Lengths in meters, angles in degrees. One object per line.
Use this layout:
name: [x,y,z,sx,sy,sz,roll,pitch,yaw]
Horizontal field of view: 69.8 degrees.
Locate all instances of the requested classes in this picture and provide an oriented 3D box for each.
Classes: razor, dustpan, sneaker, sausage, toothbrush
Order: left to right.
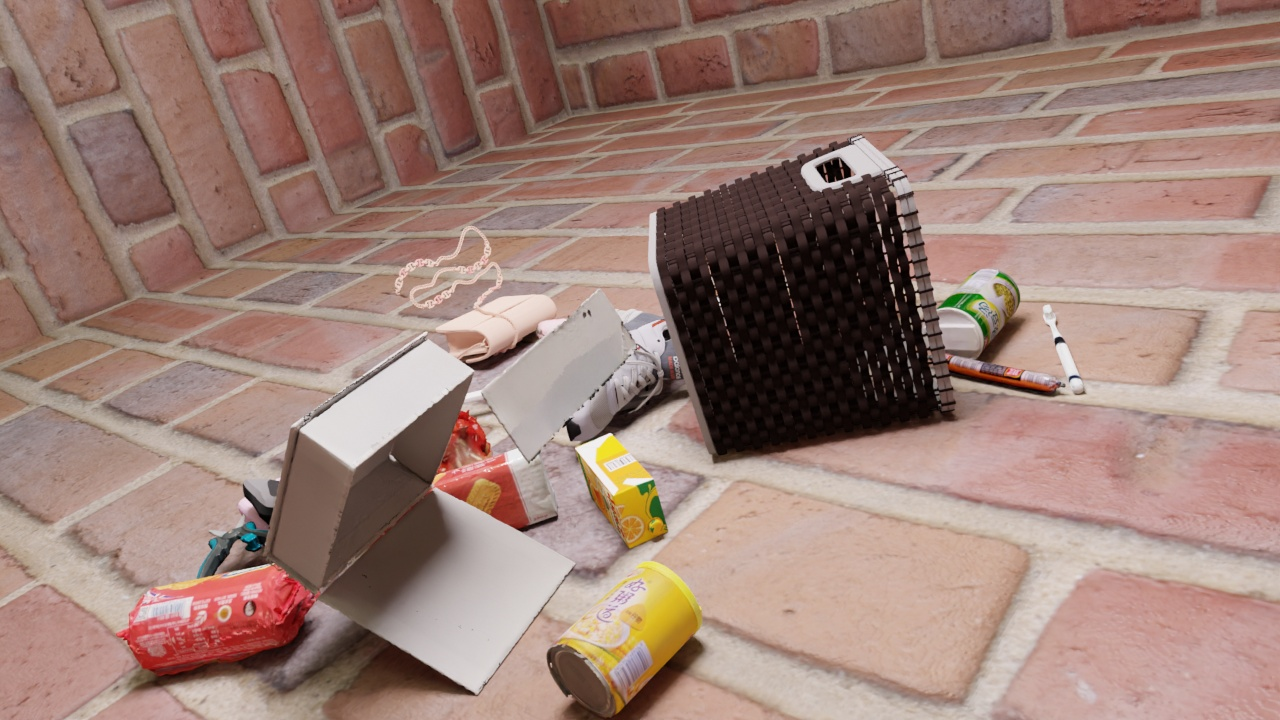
razor: [-0.378,0.148,0.961,0.156,0.057,0.060,-5,53,41]
dustpan: [-0.119,0.036,1.173,0.258,0.033,0.163,-13,23,5]
sneaker: [-0.006,0.006,1.068,0.124,0.089,0.239,-1,33,13]
sausage: [0.359,0.012,0.939,0.020,0.020,0.155,-29,26,-29]
toothbrush: [0.438,-0.015,0.956,0.012,0.017,0.186,-21,20,23]

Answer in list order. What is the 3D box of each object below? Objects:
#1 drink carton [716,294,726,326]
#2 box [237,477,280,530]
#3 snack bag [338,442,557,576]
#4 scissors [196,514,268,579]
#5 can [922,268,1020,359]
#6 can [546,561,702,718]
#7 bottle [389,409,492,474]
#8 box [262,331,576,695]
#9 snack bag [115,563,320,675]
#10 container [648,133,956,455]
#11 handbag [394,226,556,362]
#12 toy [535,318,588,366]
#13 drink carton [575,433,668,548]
drink carton: [0.085,-0.054,1.241,0.059,0.040,0.122,-3,26,28]
box: [-0.347,0.161,1.025,0.153,0.041,0.202,-31,28,-34]
snack bag: [-0.197,0.150,0.901,0.225,0.077,0.041,-18,20,-7]
scissors: [-0.420,0.195,0.939,0.148,0.019,0.117,-1,24,36]
can: [0.367,-0.049,1.015,0.067,0.067,0.120,6,30,41]
can: [-0.010,0.203,0.674,0.068,0.068,0.104,8,32,43]
bottle: [-0.216,0.099,1.031,0.111,0.099,0.098,-8,22,44]
box: [-0.164,0.213,0.805,0.165,0.446,0.166,-13,20,34]
snack bag: [-0.381,0.235,0.836,0.176,0.082,0.082,-13,23,9]
container: [0.158,-0.066,0.969,0.244,0.246,0.247,-16,23,8]
handbag: [-0.236,-0.099,1.358,0.117,0.187,0.198,-5,19,39]
toy: [-0.082,-0.025,1.209,0.095,0.053,0.099,-2,29,-25]
drink carton: [-0.018,0.123,0.875,0.041,0.058,0.122,-22,24,-15]
